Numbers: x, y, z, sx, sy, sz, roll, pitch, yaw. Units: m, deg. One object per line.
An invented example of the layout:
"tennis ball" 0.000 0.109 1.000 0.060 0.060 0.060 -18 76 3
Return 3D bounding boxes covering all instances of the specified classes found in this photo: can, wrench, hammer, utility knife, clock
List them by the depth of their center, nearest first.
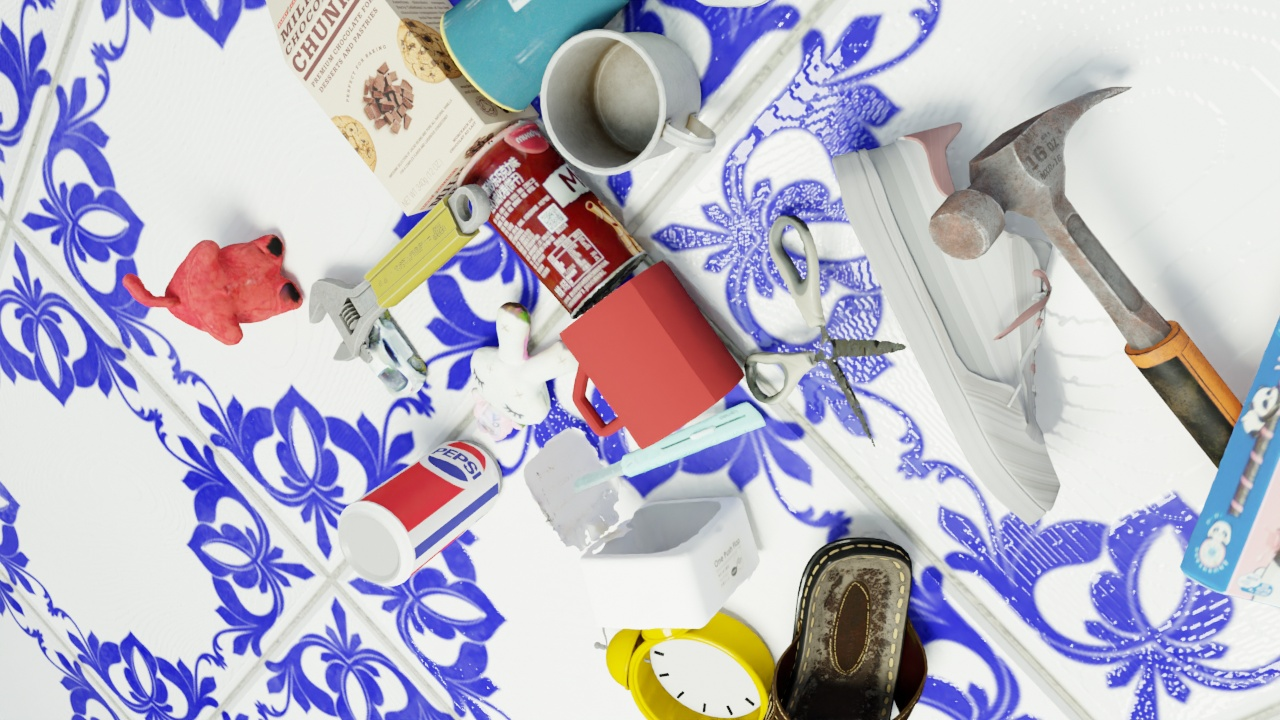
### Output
"hammer" 0.290 -0.004 0.487 0.314 0.137 0.035 47 160 -11
"utility knife" 0.019 0.063 0.640 0.141 0.015 0.022 -22 60 -5
"wrench" -0.186 -0.064 0.684 0.274 0.018 0.083 -29 83 46
"clock" 0.038 0.241 0.722 0.152 0.051 0.114 38 121 3
"can" -0.171 0.117 0.728 0.070 0.131 0.070 10 113 23

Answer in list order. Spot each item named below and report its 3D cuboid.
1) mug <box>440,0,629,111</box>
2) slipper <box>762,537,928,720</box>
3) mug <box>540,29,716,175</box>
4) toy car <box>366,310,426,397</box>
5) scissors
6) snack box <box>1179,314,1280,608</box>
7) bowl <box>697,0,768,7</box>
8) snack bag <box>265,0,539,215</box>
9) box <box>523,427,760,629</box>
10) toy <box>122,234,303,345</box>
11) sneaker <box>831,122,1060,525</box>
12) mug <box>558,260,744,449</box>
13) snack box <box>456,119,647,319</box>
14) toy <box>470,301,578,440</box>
"mug" -0.057 -0.225 0.577 0.122 0.078 0.078 -32 93 28
"slipper" 0.136 0.248 0.641 0.113 0.075 0.268 7 110 -7
"mug" 0.002 -0.157 0.572 0.113 0.070 0.084 28 119 15
"toy car" -0.215 -0.009 0.764 0.039 0.027 0.090 -35 91 34
"scissors" 0.103 -0.012 0.568 0.158 0.012 0.170 126 135 -58
"snack box" 0.341 0.050 0.457 0.088 0.033 0.154 15 97 -13
"bowl" 0.046 -0.261 0.517 0.117 0.061 0.117 9 113 22
"snack bag" -0.180 -0.217 0.641 0.095 0.069 0.206 -39 89 32
"box" -0.009 0.110 0.666 0.152 0.107 0.132 -8 100 33
"toy" -0.366 -0.053 0.769 0.094 0.132 0.088 -5 96 37
"sneaker" 0.195 -0.027 0.512 0.090 0.099 0.236 -26 90 18
"mug" -0.004 0.004 0.630 0.117 0.080 0.096 -35 92 29
"snack box" -0.060 -0.096 0.628 0.121 0.072 0.072 48 122 2
"toy" -0.097 0.015 0.709 0.079 0.037 0.123 35 123 3
